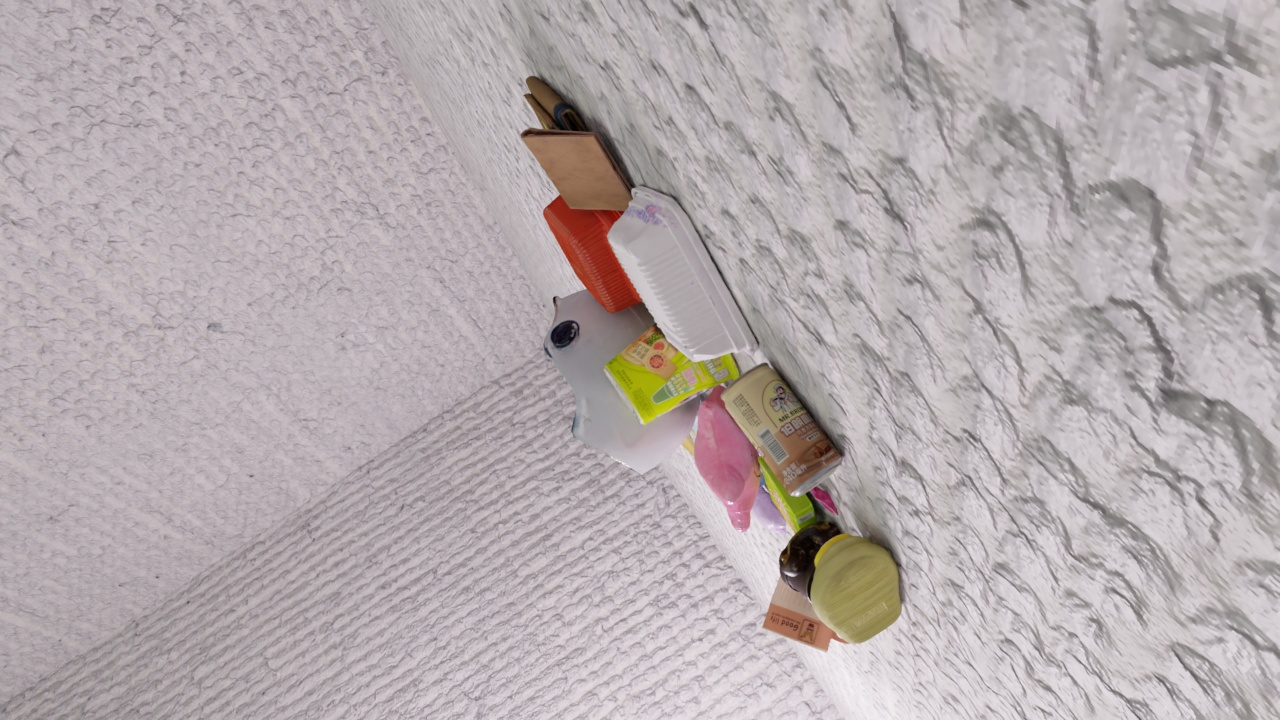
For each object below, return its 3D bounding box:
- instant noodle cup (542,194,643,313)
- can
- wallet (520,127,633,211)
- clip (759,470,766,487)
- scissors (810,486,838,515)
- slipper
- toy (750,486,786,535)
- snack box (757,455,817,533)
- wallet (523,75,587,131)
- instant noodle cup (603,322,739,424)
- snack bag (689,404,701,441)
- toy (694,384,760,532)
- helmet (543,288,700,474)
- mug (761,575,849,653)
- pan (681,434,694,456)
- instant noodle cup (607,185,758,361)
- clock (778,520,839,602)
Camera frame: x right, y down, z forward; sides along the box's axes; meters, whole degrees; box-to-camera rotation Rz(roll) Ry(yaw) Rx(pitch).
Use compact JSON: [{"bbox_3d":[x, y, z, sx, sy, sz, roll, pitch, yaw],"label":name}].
[{"bbox_3d":[-0.044,-0.133,1.073,0.189,0.079,0.164,48,170,51],"label":"instant noodle cup"},{"bbox_3d":[0.128,0.063,0.839,0.116,0.058,0.058,54,174,17],"label":"can"},{"bbox_3d":[-0.060,-0.194,0.940,0.115,0.020,0.101,15,152,43],"label":"wallet"},{"bbox_3d":[0.156,0.151,1.278,0.058,0.027,0.045,61,180,-40],"label":"clip"},{"bbox_3d":[0.185,0.135,0.998,0.131,0.017,0.133,52,177,47],"label":"scissors"},{"bbox_3d":[0.212,0.228,0.940,0.081,0.091,0.190,54,178,41],"label":"slipper"},{"bbox_3d":[0.177,0.209,1.345,0.108,0.039,0.084,54,173,19],"label":"toy"},{"bbox_3d":[0.183,0.172,1.111,0.085,0.026,0.156,59,179,30],"label":"snack box"},{"bbox_3d":[-0.086,-0.253,0.997,0.115,0.033,0.090,55,176,46],"label":"wallet"},{"bbox_3d":[0.029,0.008,1.026,0.111,0.123,0.112,55,174,8],"label":"instant noodle cup"},{"bbox_3d":[0.099,0.114,1.387,0.191,0.039,0.110,55,172,-33],"label":"snack bag"},{"bbox_3d":[0.101,0.102,1.098,0.195,0.075,0.178,63,-163,-61],"label":"toy"},{"bbox_3d":[-0.007,0.007,1.171,0.229,0.146,0.258,45,-154,-55],"label":"helmet"},{"bbox_3d":[0.221,0.302,1.138,0.114,0.105,0.082,17,168,14],"label":"mug"},{"bbox_3d":[0.024,0.018,1.531,0.357,0.078,0.198,50,172,-8],"label":"pan"},{"bbox_3d":[0.031,-0.075,0.878,0.173,0.060,0.138,60,173,-23],"label":"instant noodle cup"},{"bbox_3d":[0.203,0.231,1.057,0.122,0.082,0.055,58,170,-32],"label":"clock"}]
